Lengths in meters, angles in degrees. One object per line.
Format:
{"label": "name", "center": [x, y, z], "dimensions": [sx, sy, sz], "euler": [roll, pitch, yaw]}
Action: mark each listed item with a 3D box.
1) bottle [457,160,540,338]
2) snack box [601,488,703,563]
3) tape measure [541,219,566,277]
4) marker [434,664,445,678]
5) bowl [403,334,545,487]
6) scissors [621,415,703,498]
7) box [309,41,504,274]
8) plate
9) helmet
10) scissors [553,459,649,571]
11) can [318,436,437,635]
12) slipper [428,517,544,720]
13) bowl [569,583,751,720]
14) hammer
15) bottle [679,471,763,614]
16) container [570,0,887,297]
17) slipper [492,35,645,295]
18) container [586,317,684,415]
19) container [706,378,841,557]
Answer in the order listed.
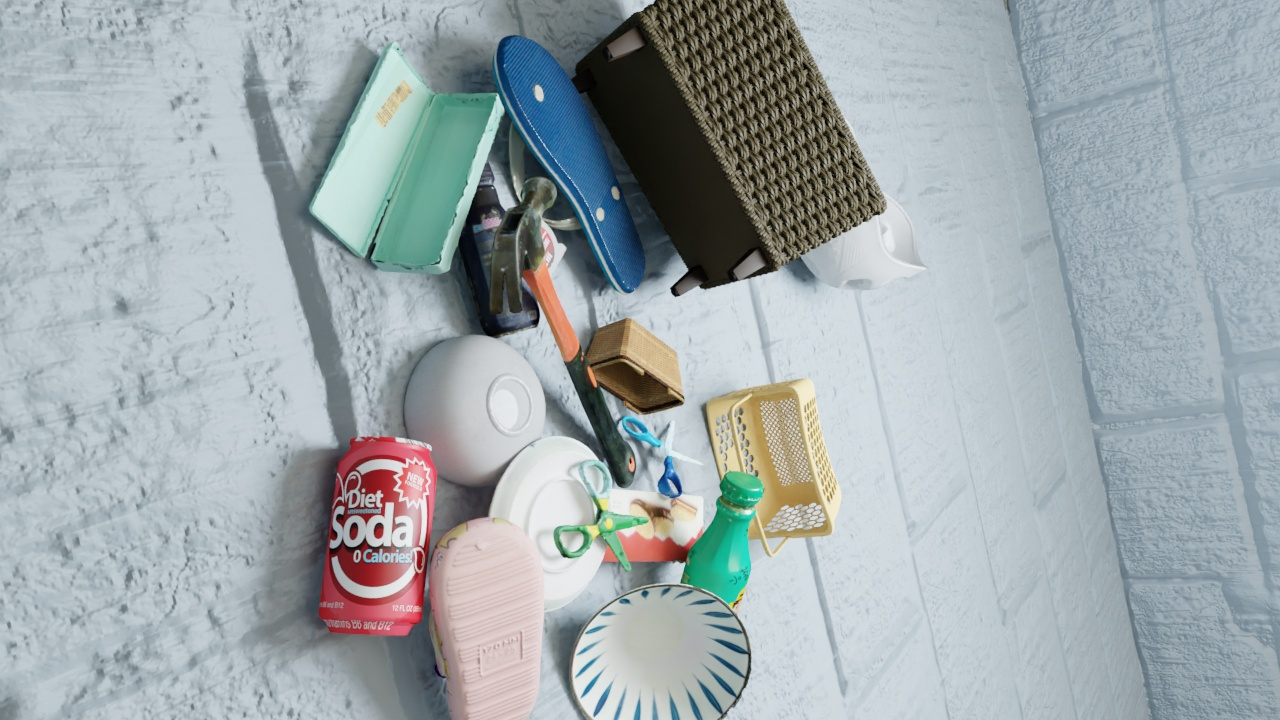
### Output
{"label": "bottle", "center": [-0.137, -0.101, 0.839], "dimensions": [0.056, 0.056, 0.161], "euler": [-19, 95, -51]}
{"label": "snack box", "center": [-0.029, 0.166, 0.925], "dimensions": [0.272, 0.044, 0.076], "euler": [15, 72, -49]}
{"label": "tape measure", "center": [-0.107, -0.108, 0.906], "dimensions": [0.062, 0.020, 0.060], "euler": [49, 48, -32]}
{"label": "marker", "center": [-0.135, 0.223, 0.803], "dimensions": [0.133, 0.015, 0.018], "euler": [-48, 139, -45]}
{"label": "bowl", "center": [-0.134, 0.042, 0.804], "dimensions": [0.131, 0.065, 0.131], "euler": [15, 71, -49]}
{"label": "scissors", "center": [0.028, 0.106, 1.007], "dimensions": [0.127, 0.014, 0.129], "euler": [26, 35, -42]}
{"label": "box", "center": [-0.190, -0.172, 0.774], "dimensions": [0.110, 0.078, 0.187], "euler": [46, 49, -45]}
{"label": "plate", "center": [-0.074, 0.146, 0.817], "dimensions": [0.156, 0.014, 0.157], "euler": [0, 91, -50]}
{"label": "helmet", "center": [0.291, -0.228, 1.286], "dimensions": [0.223, 0.184, 0.282], "euler": [-97, 168, -48]}
{"label": "scissors", "center": [-0.033, 0.141, 0.845], "dimensions": [0.127, 0.012, 0.121], "euler": [6, 86, -49]}
{"label": "can", "center": [-0.198, 0.133, 0.697], "dimensions": [0.074, 0.075, 0.142], "euler": [20, 67, -48]}
{"label": "slipper", "center": [-0.129, 0.210, 0.743], "dimensions": [0.093, 0.081, 0.197], "euler": [-16, 113, -31]}
{"label": "bowl", "center": [0.016, 0.285, 0.911], "dimensions": [0.071, 0.177, 0.177], "euler": [-115, -179, -73]}
{"label": "hammer", "center": [-0.060, 0.002, 0.868], "dimensions": [0.132, 0.033, 0.333], "euler": [-73, 151, -43]}
{"label": "bottle", "center": [0.081, 0.218, 0.961], "dimensions": [0.068, 0.068, 0.210], "euler": [-8, 118, -52]}
{"label": "container", "center": [0.077, -0.238, 0.992], "dimensions": [0.204, 0.177, 0.321], "euler": [-36, 103, -25]}
{"label": "slipper", "center": [-0.077, -0.192, 0.936], "dimensions": [0.295, 0.060, 0.118], "euler": [61, 37, -32]}
{"label": "container", "center": [-0.006, 0.006, 0.980], "dimensions": [0.114, 0.063, 0.061], "euler": [35, 49, -42]}
{"label": "container", "center": [0.154, 0.123, 1.096], "dimensions": [0.166, 0.129, 0.183], "euler": [-28, 104, -58]}
